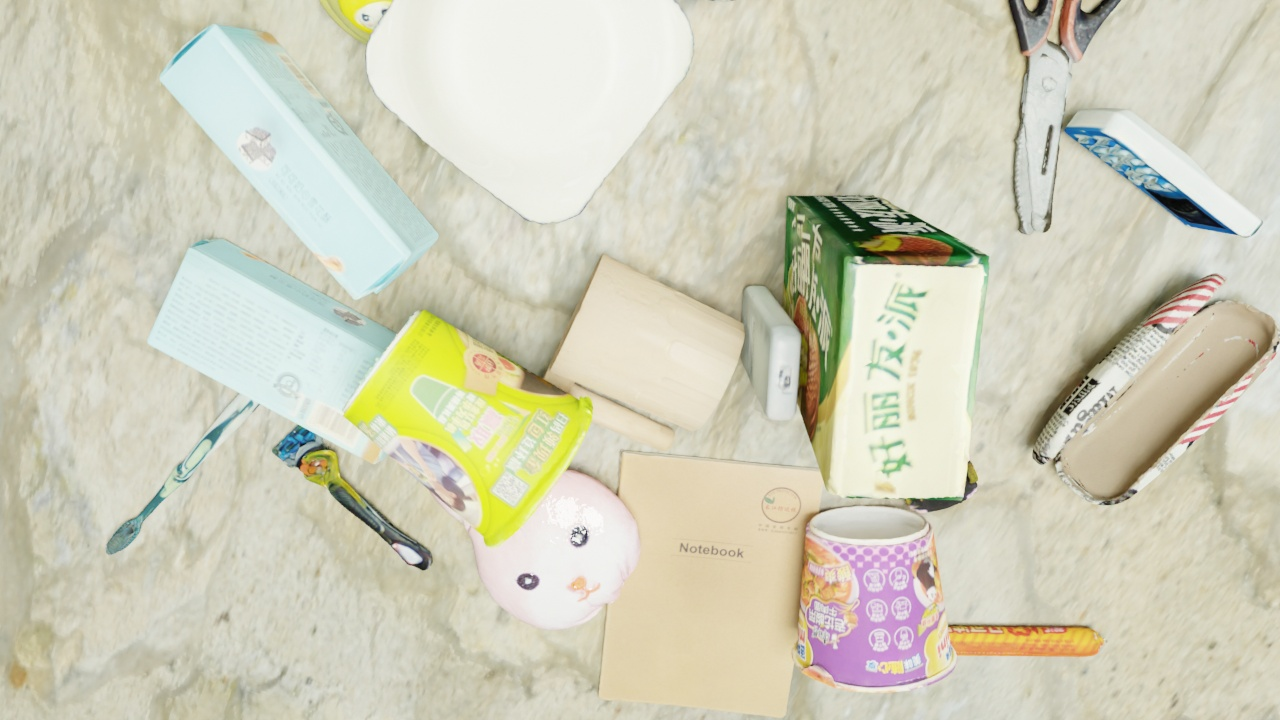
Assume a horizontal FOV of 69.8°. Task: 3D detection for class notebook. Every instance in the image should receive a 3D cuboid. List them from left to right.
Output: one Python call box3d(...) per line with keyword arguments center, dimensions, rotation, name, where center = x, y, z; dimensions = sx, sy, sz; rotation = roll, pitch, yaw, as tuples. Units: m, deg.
box3d(center=(0.049, 0.171, 0.684), dimensions=(0.148, 0.008, 0.208), rotation=(6, 106, 0), name="notebook")

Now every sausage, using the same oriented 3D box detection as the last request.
box3d(center=(0.262, 0.208, 0.681), dimensions=(0.165, 0.021, 0.021), rotation=(0, 106, 2), name="sausage")

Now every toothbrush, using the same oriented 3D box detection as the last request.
box3d(center=(-0.331, 0.079, 0.666), dimensions=(0.016, 0.018, 0.192), rotation=(44, 103, -10), name="toothbrush")

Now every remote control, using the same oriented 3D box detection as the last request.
box3d(center=(0.079, -0.008, 0.565), dimensions=(0.020, 0.136, 0.056), rotation=(0, 105, -1), name="remote control")
box3d(center=(0.320, -0.115, 0.562), dimensions=(0.125, 0.049, 0.024), rotation=(31, 100, -15), name="remote control")

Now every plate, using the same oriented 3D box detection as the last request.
box3d(center=(-0.065, -0.184, 0.551), dimensions=(0.163, 0.034, 0.164), rotation=(37, 93, -30), name="plate")

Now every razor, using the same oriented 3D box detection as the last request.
box3d(center=(-0.205, 0.104, 0.667), dimensions=(0.043, 0.022, 0.143), rotation=(-40, 101, 13), name="razor")

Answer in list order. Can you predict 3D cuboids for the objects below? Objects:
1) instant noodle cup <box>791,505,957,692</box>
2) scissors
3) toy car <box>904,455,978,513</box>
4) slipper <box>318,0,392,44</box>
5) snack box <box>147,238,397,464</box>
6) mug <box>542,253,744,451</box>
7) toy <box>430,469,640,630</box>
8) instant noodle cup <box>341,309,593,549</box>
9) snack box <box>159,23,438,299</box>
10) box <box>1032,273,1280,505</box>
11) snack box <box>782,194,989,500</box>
box3d(center=(0.159, 0.158, 0.630), dimensions=(0.111, 0.111, 0.099), rotation=(-2, 98, 3), name="instant noodle cup")
box3d(center=(0.269, -0.188, 0.569), dimensions=(0.185, 0.015, 0.208), rotation=(-35, 102, 10), name="scissors")
box3d(center=(0.194, 0.051, 0.632), dimensions=(0.056, 0.037, 0.122), rotation=(-19, 117, 10), name="toy car")
box3d(center=(-0.162, -0.247, 0.501), dimensions=(0.092, 0.081, 0.191), rotation=(-5, 138, 7), name="slipper")
box3d(center=(-0.231, -0.007, 0.620), dimensions=(0.175, 0.051, 0.074), rotation=(30, 103, -7), name="snack box")
box3d(center=(-0.004, 0.004, 0.608), dimensions=(0.103, 0.084, 0.125), rotation=(25, 130, -6), name="mug")
box3d(center=(-0.077, 0.117, 0.653), dimensions=(0.121, 0.054, 0.159), rotation=(-44, 92, 12), name="toy")
box3d(center=(-0.109, 0.034, 0.560), dimensions=(0.123, 0.111, 0.112), rotation=(37, 104, -12), name="instant noodle cup")
box3d(center=(-0.207, -0.123, 0.573), dimensions=(0.052, 0.074, 0.175), rotation=(-37, 101, 12), name="snack box")
box3d(center=(0.322, 0.013, 0.597), dimensions=(0.087, 0.076, 0.163), rotation=(30, 108, -27), name="box")
box3d(center=(0.121, -0.022, 0.506), dimensions=(0.063, 0.239, 0.114), rotation=(1, 107, 3), name="snack box")
